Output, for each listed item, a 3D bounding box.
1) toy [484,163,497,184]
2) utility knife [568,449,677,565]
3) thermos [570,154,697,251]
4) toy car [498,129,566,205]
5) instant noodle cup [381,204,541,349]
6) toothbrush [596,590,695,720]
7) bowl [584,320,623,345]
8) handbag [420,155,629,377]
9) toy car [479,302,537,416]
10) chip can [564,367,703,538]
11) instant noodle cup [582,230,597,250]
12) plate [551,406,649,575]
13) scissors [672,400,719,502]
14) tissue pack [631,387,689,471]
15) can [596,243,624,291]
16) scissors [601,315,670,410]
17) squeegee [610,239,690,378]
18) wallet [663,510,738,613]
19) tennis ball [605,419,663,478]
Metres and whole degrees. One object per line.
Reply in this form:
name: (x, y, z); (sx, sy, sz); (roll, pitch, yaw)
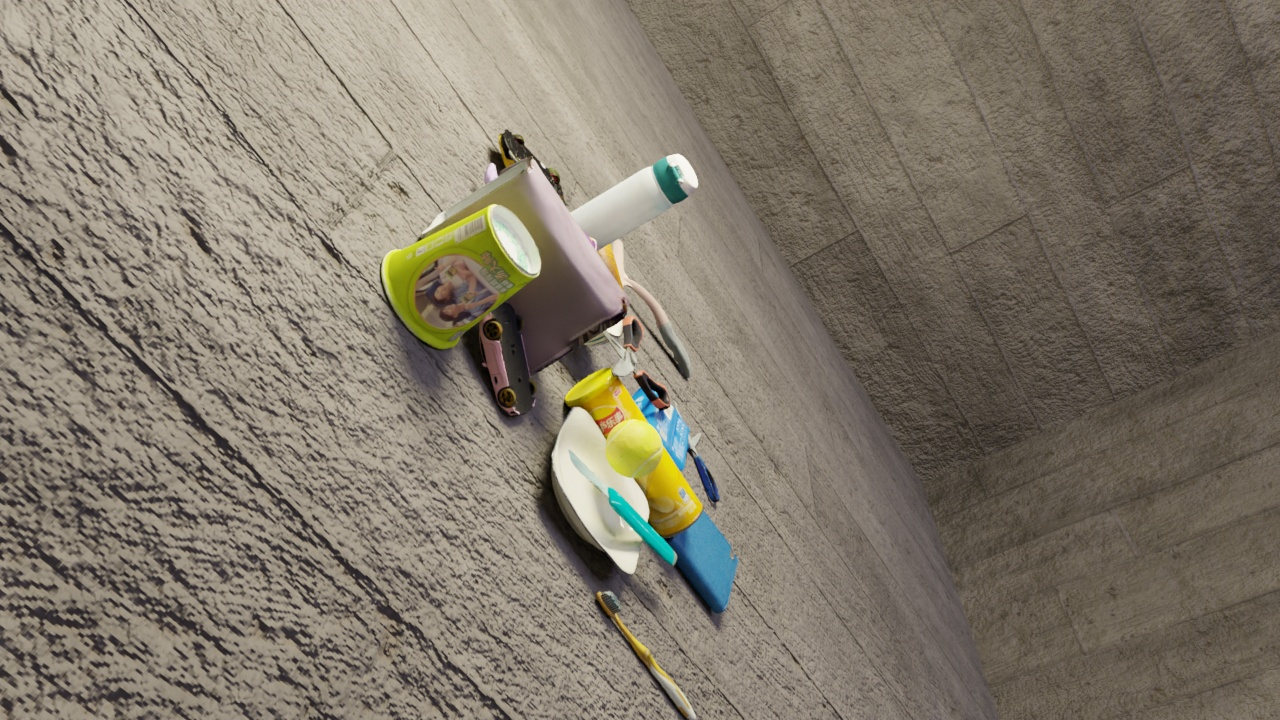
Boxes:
toy: (-0.167, -0.188, 1.156); (0.108, 0.039, 0.083); (47, 35, -37)
utility knife: (-0.016, 0.164, 0.996); (0.223, 0.013, 0.029); (51, 23, -35)
thermos: (-0.027, -0.206, 1.260); (0.073, 0.225, 0.073); (52, 21, -29)
toy car: (-0.154, -0.262, 1.291); (0.156, 0.041, 0.071); (43, 27, -48)
instant noodle cup: (-0.166, -0.087, 0.888); (0.112, 0.124, 0.111); (51, 21, -29)
toothbrush: (0.011, 0.311, 0.963); (0.191, 0.018, 0.016); (56, 21, -17)
bowl: (-0.079, -0.068, 1.180); (0.116, 0.066, 0.116); (53, 20, -30)
handbag: (-0.120, -0.103, 1.000); (0.197, 0.145, 0.098); (56, 22, -20)
toy car: (-0.142, -0.001, 0.960); (0.056, 0.037, 0.122); (-26, 107, -64)
chip can: (-0.007, 0.113, 1.113); (0.213, 0.072, 0.072); (58, 19, -15)
instant noodle cup: (-0.124, -0.146, 1.102); (0.099, 0.112, 0.111); (51, 22, -28)
plate: (-0.052, 0.145, 1.004); (0.163, 0.034, 0.164); (57, 19, -15)
scissors: (0.076, 0.135, 1.391); (0.162, 0.012, 0.173); (21, 44, -63)
tissue pack: (0.018, 0.099, 1.228); (0.095, 0.052, 0.156); (54, 20, -17)
can: (-0.061, -0.126, 1.322); (0.058, 0.058, 0.145); (37, 31, -52)
scissors: (-0.008, 0.001, 1.150); (0.226, 0.015, 0.189); (-83, 149, -62)
squeegee: (0.026, -0.065, 1.499); (0.249, 0.040, 0.247); (53, 20, -28)
wallet: (0.077, 0.248, 1.196); (0.133, 0.040, 0.106); (55, 29, -20)
tennis ball: (-0.007, 0.099, 1.030); (0.065, 0.066, 0.065); (51, 22, -30)
